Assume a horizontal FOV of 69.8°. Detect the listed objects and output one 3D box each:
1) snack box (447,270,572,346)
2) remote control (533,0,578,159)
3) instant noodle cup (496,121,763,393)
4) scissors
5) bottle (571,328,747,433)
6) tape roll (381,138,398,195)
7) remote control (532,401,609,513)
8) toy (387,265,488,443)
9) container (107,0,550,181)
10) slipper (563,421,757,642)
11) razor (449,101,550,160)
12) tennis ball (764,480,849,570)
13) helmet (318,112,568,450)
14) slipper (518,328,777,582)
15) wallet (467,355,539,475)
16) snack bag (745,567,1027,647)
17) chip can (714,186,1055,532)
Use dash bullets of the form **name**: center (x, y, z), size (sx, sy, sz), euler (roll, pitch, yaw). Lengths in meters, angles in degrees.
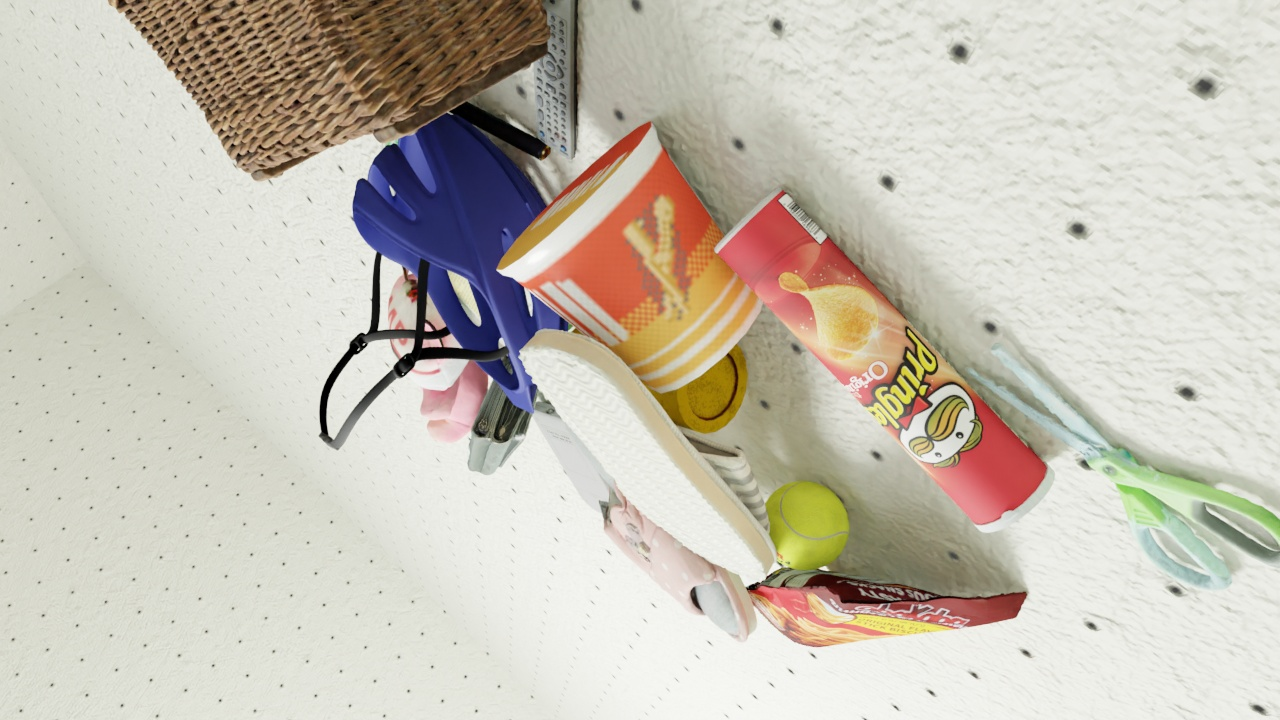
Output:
- **snack box**: center (-0.135, -0.076, 0.820), size (0.168, 0.027, 0.132), euler (48, 154, -4)
- **remote control**: center (-0.052, -0.180, 0.566), size (0.033, 0.013, 0.137), euler (38, 152, 16)
- **instant noodle cup**: center (0.001, -0.055, 0.557), size (0.121, 0.123, 0.124), euler (46, 155, -16)
- **scissors**: center (0.242, 0.047, 0.459), size (0.175, 0.032, 0.093), euler (41, 157, 2)
- **bottle**: center (-0.004, 0.004, 0.691), size (0.164, 0.070, 0.071), euler (13, 139, 48)
- **tape roll**: center (-0.192, -0.159, 0.757), size (0.094, 0.018, 0.094), euler (43, 141, 48)
- **remote control**: center (-0.061, 0.108, 0.980), size (0.074, 0.019, 0.151), euler (13, 138, 49)
- **toy**: center (-0.206, -0.012, 0.939), size (0.213, 0.084, 0.141), euler (87, 168, -57)
- **container**: center (-0.185, -0.215, 0.514), size (0.250, 0.161, 0.183), euler (2, 126, 48)
- **slipper**: center (-0.001, 0.129, 0.780), size (0.274, 0.054, 0.114), euler (50, 158, 28)
- **razor**: center (-0.123, -0.181, 0.661), size (0.144, 0.022, 0.043), euler (35, 153, 21)
- **tennis ball**: center (0.121, 0.122, 0.679), size (0.065, 0.065, 0.065), euler (35, 152, 22)
- **helmet**: center (-0.160, -0.048, 0.668), size (0.148, 0.227, 0.241), euler (16, 137, 59)
- **slipper**: center (0.017, 0.064, 0.603), size (0.114, 0.054, 0.273), euler (19, 156, 42)
- **wallet**: center (-0.142, 0.059, 0.941), size (0.054, 0.100, 0.132), euler (25, 156, -8)
- **snack bag**: center (0.160, 0.173, 0.671), size (0.139, 0.066, 0.208), euler (12, 160, -14)
- **chip can**: center (0.132, -0.001, 0.505), size (0.214, 0.051, 0.052), euler (46, 154, 0)
